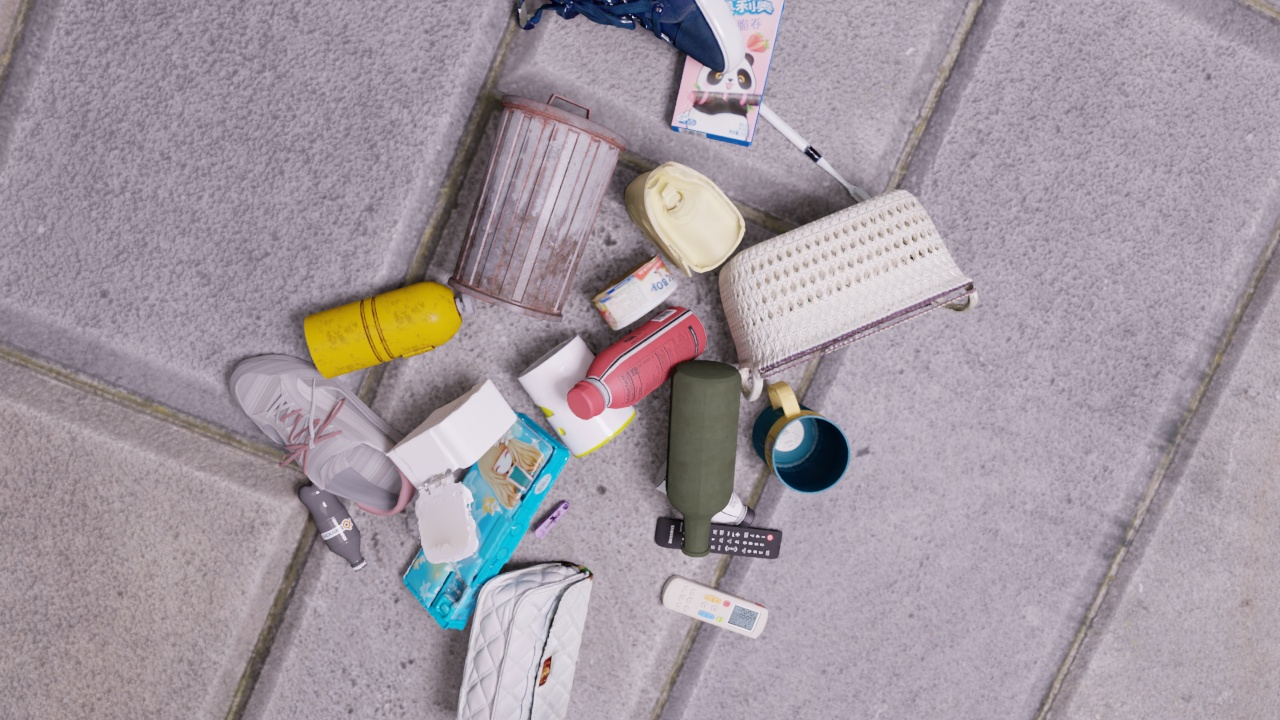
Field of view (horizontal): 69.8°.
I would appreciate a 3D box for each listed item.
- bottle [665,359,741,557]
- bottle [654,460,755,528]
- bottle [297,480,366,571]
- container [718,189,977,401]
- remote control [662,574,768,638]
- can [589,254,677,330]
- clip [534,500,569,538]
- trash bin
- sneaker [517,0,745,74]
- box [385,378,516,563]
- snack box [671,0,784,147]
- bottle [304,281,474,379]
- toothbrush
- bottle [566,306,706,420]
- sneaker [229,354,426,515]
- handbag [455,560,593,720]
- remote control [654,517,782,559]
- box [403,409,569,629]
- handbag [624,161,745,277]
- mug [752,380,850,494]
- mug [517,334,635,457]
[{"bbox_3d":[0.063,0.106,0.953,0.071,0.071,0.207,0,108,-6],"label":"bottle"},{"bbox_3d":[0.074,0.151,1.022,0.116,0.041,0.041,30,93,-8],"label":"bottle"},{"bbox_3d":[-0.328,0.178,0.988,0.036,0.036,0.110,-27,99,-2],"label":"bottle"},{"bbox_3d":[0.199,-0.070,0.942,0.251,0.185,0.143,-22,87,-4],"label":"container"},{"bbox_3d":[0.085,0.282,1.052,0.125,0.018,0.038,21,95,-8],"label":"remote control"},{"bbox_3d":[-0.007,-0.072,0.962,0.086,0.086,0.043,-35,99,0],"label":"can"},{"bbox_3d":[-0.098,0.176,1.017,0.051,0.033,0.013,-45,98,1],"label":"clip"},{"bbox_3d":[-0.103,-0.158,0.921,0.131,0.131,0.211,19,97,-8],"label":"trash bin"},{"bbox_3d":[-0.034,-0.360,0.900,0.294,0.121,0.127,39,84,4],"label":"sneaker"},{"bbox_3d":[-0.195,0.107,0.920,0.101,0.188,0.112,39,134,-25],"label":"box"},{"bbox_3d":[0.092,-0.310,0.960,0.088,0.033,0.154,13,95,4],"label":"snack box"},{"bbox_3d":[-0.254,-0.036,0.952,0.164,0.071,0.071,-17,99,-3],"label":"bottle"},{"bbox_3d":[0.179,-0.232,0.994,0.187,0.017,0.012,39,83,-9],"label":"toothbrush"},{"bbox_3d":[-0.006,0.005,0.936,0.176,0.062,0.062,-35,102,-41],"label":"bottle"},{"bbox_3d":[-0.327,0.080,0.949,0.236,0.089,0.099,36,93,-9],"label":"sneaker"},{"bbox_3d":[-0.116,0.321,0.986,0.072,0.138,0.195,17,100,35],"label":"handbag"},{"bbox_3d":[0.090,0.202,1.042,0.147,0.015,0.033,7,97,-6],"label":"remote control"},{"bbox_3d":[-0.167,0.168,0.978,0.039,0.094,0.227,27,96,-51],"label":"box"},{"bbox_3d":[0.040,-0.149,0.942,0.111,0.119,0.081,44,92,-13],"label":"handbag"},{"bbox_3d":[0.165,0.076,0.988,0.083,0.107,0.113,-21,99,-1],"label":"mug"},{"bbox_3d":[-0.067,0.037,0.973,0.082,0.082,0.106,-36,98,0],"label":"mug"}]
